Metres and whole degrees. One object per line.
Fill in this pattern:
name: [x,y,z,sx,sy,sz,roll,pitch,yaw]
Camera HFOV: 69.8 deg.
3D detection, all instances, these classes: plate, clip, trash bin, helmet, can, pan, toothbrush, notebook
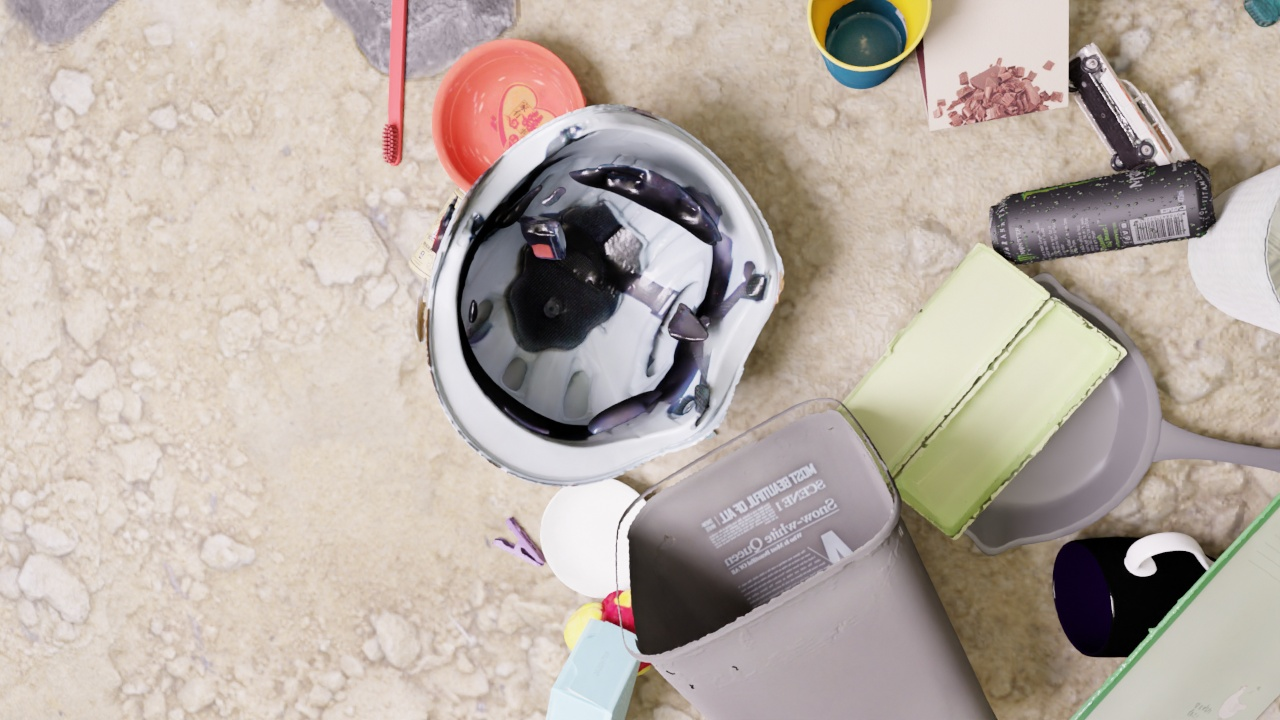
plate: [-0.032,0.147,0.779,0.104,0.026,0.104,1,97,13]
clip: [-0.105,0.157,0.803,0.050,0.014,0.046,7,95,14]
trash bin: [0.436,-0.072,0.585,0.133,0.161,0.133,1,96,12]
trash bin: [0.124,0.185,0.648,0.197,0.197,0.220,-31,111,9]
helmet: [-0.043,-0.045,0.678,0.236,0.164,0.264,33,85,-17]
can: [-0.159,-0.104,0.773,0.038,0.038,0.079,37,102,6]
pan: [0.346,0.052,0.688,0.355,0.024,0.216,10,98,12]
can: [0.322,-0.102,0.645,0.138,0.053,0.054,-7,95,32]
toothbrush: [0.387,-0.312,0.644,0.016,0.017,0.190,-38,88,13]
notebook: [0.423,0.193,0.642,0.182,0.010,0.253,29,104,-28]
toothbrush: [-0.207,-0.273,0.775,0.012,0.018,0.212,6,97,11]

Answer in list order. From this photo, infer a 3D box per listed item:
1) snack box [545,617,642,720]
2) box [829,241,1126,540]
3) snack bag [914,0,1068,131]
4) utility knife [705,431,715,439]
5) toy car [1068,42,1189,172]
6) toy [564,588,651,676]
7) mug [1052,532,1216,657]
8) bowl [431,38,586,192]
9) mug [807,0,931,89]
snack box: [-0.044,0.294,0.739,0.053,0.074,0.175,21,127,11]
box: [0.241,0.024,0.681,0.137,0.024,0.187,36,102,1]
snack bag: [0.242,-0.275,0.652,0.094,0.069,0.206,-8,94,13]
utility knife: [-0.005,0.004,0.765,0.177,0.016,0.022,43,79,3]
toy car: [0.348,-0.177,0.659,0.039,0.039,0.113,-31,88,-8]
toy: [0.003,0.226,0.758,0.137,0.067,0.106,-4,127,17]
mug: [0.369,0.159,0.654,0.100,0.084,0.119,-2,137,-3]
bowl: [-0.101,-0.190,0.747,0.130,0.045,0.130,1,96,12]
mug: [0.159,-0.232,0.648,0.078,0.121,0.078,1,96,12]
